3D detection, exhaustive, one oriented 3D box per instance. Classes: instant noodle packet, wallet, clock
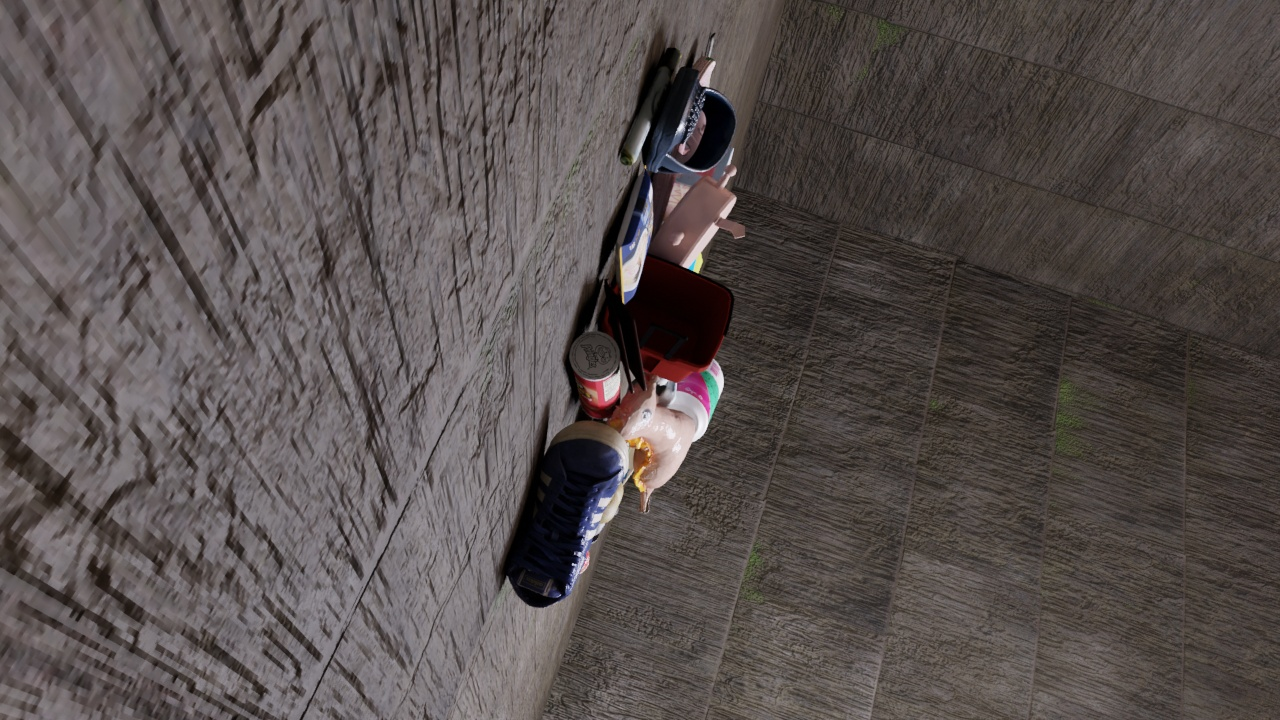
[{"bbox_3d":[-0.007,-0.134,0.986,0.087,0.026,0.134,88,13,-51],"label":"instant noodle packet"},{"bbox_3d":[-0.021,-0.027,0.976,0.115,0.018,0.091,-119,-163,-64],"label":"wallet"},{"bbox_3d":[0.071,-0.160,1.160,0.131,0.086,0.161,-52,-176,-17],"label":"clock"}]

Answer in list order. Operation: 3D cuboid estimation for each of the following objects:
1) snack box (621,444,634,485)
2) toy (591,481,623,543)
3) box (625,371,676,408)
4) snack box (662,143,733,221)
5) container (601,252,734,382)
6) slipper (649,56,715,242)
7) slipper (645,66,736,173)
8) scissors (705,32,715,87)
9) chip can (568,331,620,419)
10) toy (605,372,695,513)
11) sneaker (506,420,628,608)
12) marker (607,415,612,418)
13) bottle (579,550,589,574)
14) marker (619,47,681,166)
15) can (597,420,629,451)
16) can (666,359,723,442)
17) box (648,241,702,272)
[{"bbox_3d":[-0.029,0.142,1.492,0.208,0.055,0.153,-57,-177,30],"label":"snack box"},{"bbox_3d":[-0.071,0.175,1.216,0.176,0.096,0.111,-61,-178,34],"label":"toy"},{"bbox_3d":[-0.004,0.027,1.355,0.106,0.130,0.211,-50,-178,13],"label":"box"},{"bbox_3d":[0.077,-0.249,1.297,0.095,0.079,0.092,102,8,-61],"label":"snack box"},{"bbox_3d":[0.031,-0.054,1.092,0.201,0.148,0.126,123,-11,-69],"label":"container"},{"bbox_3d":[0.060,-0.257,1.148,0.094,0.064,0.239,-52,162,-77],"label":"slipper"},{"bbox_3d":[0.057,-0.241,0.969,0.263,0.082,0.101,-90,-158,-83],"label":"slipper"},{"bbox_3d":[0.087,-0.377,1.324,0.179,0.015,0.197,-59,166,-66],"label":"scissors"},{"bbox_3d":[-0.048,0.022,1.034,0.215,0.052,0.051,93,16,-76],"label":"chip can"},{"bbox_3d":[0.006,0.116,1.193,0.196,0.065,0.264,-66,160,2],"label":"toy"},{"bbox_3d":[-0.089,0.176,0.983,0.118,0.091,0.234,-64,180,-42],"label":"sneaker"},{"bbox_3d":[-0.049,0.063,1.445,0.146,0.019,0.019,97,12,-70],"label":"marker"},{"bbox_3d":[-0.108,0.288,1.363,0.138,0.062,0.062,97,12,-73],"label":"bottle"},{"bbox_3d":[0.010,-0.242,0.871,0.017,0.017,0.146,100,9,-63],"label":"marker"},{"bbox_3d":[-0.052,0.122,1.324,0.121,0.067,0.067,66,43,-84],"label":"can"},{"bbox_3d":[0.075,0.055,1.425,0.165,0.088,0.088,-58,166,-60],"label":"can"},{"bbox_3d":[0.036,-0.124,1.355,0.221,0.083,0.124,10,98,-83],"label":"box"}]
